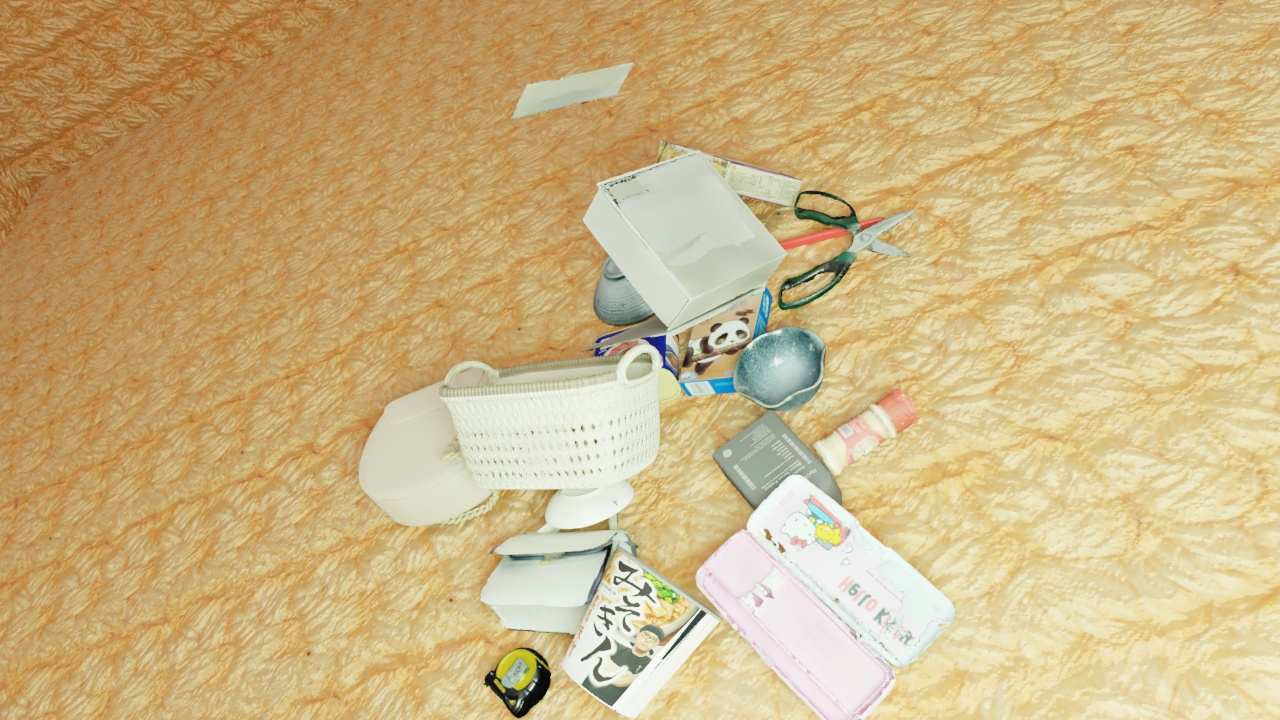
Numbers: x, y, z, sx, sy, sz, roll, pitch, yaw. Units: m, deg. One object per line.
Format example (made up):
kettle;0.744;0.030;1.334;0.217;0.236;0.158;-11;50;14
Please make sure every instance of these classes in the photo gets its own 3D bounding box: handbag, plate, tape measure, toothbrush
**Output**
handbag;-0.080;0.206;1.005;0.151;0.074;0.175;-6;39;29
plate;-0.060;0.150;1.028;0.104;0.026;0.104;-16;16;4
tape measure;-0.124;0.327;0.946;0.062;0.034;0.061;26;67;44
handbag;-0.261;0.106;1.190;0.211;0.103;0.208;-21;39;13
toothbrush;0.212;-0.152;1.191;0.213;0.012;0.017;-12;50;24

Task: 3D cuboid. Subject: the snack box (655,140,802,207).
snack box;0.119;-0.255;1.256;0.148;0.143;0.041;32;112;46

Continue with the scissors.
scissors;0.242;-0.158;1.159;0.202;0.015;0.202;-30;47;10

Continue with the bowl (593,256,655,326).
bowl;-0.016;-0.117;1.272;0.137;0.057;0.136;-18;44;18

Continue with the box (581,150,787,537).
box;0.030;-0.015;1.089;0.167;0.423;0.173;-26;49;-38

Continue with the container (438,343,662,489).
container;-0.095;0.062;1.041;0.247;0.143;0.184;-5;8;29

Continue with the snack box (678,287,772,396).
snack box;0.106;-0.027;1.126;0.087;0.034;0.151;-6;49;29

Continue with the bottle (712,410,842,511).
bottle;0.154;0.133;0.937;0.083;0.046;0.174;-37;41;-2

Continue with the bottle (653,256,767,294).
bottle;0.074;-0.114;1.164;0.186;0.053;0.053;13;60;39

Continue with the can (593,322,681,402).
can;-0.007;0.007;1.152;0.116;0.056;0.092;-16;44;20

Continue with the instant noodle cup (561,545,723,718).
instant noodle cup;-0.006;0.263;0.877;0.124;0.123;0.121;26;78;45

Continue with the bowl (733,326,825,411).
bowl;0.163;0.018;1.032;0.110;0.055;0.110;-17;45;18

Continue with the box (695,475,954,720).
box;0.162;0.215;0.835;0.152;0.038;0.201;-43;54;-7

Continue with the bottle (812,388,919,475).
bottle;0.232;0.074;0.945;0.109;0.044;0.044;-34;41;1
